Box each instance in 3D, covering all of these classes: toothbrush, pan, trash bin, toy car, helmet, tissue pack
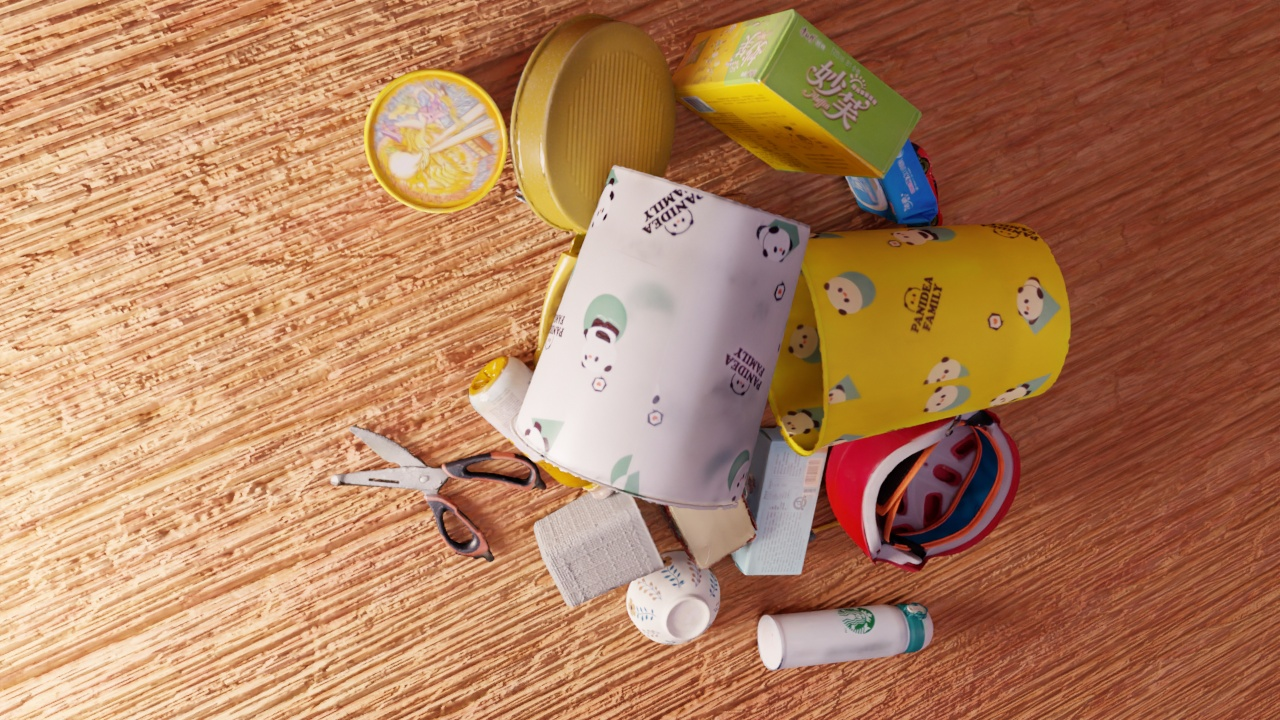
[{"bbox_3d":[0.275,0.196,1.145,0.191,0.018,0.016,-15,112,-13],"label":"toothbrush"},{"bbox_3d":[-0.059,-0.145,0.885,0.197,0.078,0.358,-19,121,-49],"label":"pan"},{"bbox_3d":[0.268,-0.034,0.937,0.255,0.229,0.230,-8,109,-7],"label":"trash bin"},{"bbox_3d":[0.025,-0.028,0.828,0.229,0.229,0.252,13,101,-21],"label":"trash bin"},{"bbox_3d":[0.309,-0.192,1.018,0.031,0.049,0.106,-25,113,-12],"label":"toy car"},{"bbox_3d":[0.317,0.127,1.074,0.239,0.144,0.207,12,106,-36],"label":"helmet"},{"bbox_3d":[0.253,-0.203,0.973,0.052,0.095,0.157,-36,116,-3],"label":"tissue pack"}]

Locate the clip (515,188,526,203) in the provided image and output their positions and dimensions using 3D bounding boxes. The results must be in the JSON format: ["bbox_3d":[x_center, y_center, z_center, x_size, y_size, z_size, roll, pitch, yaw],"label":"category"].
[{"bbox_3d":[-0.097,-0.159,0.912,0.058,0.027,0.045,12,110,-17],"label":"clip"}]

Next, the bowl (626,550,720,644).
[{"bbox_3d":[0.045,0.287,1.077,0.113,0.062,0.113,-5,106,-16],"label":"bowl"}]

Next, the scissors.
[{"bbox_3d":[-0.207,0.133,0.971,0.189,0.015,0.227,-29,114,-7],"label":"scissors"}]

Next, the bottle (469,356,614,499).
[{"bbox_3d":[-0.095,0.076,0.961,0.068,0.068,0.189,-44,114,-1],"label":"bottle"}]

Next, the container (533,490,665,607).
[{"bbox_3d":[-0.048,0.200,1.006,0.114,0.090,0.090,-25,112,-6],"label":"container"}]

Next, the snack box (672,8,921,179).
[{"bbox_3d":[0.134,-0.242,0.858,0.157,0.210,0.070,29,92,-23],"label":"snack box"}]

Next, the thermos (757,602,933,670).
[{"bbox_3d":[0.264,0.345,1.162,0.224,0.073,0.073,0,106,-18],"label":"thermos"}]

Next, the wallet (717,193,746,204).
[{"bbox_3d":[0.065,-0.107,0.971,0.107,0.031,0.132,-11,109,-25],"label":"wallet"}]

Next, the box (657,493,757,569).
[{"bbox_3d":[0.063,0.150,1.011,0.091,0.080,0.168,-30,125,-8],"label":"box"}]

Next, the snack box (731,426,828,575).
[{"bbox_3d":[0.162,0.166,1.082,0.074,0.051,0.175,4,104,-18],"label":"snack box"}]

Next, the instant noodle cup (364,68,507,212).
[{"bbox_3d":[-0.187,-0.199,0.820,0.118,0.114,0.118,-5,108,-17],"label":"instant noodle cup"}]
